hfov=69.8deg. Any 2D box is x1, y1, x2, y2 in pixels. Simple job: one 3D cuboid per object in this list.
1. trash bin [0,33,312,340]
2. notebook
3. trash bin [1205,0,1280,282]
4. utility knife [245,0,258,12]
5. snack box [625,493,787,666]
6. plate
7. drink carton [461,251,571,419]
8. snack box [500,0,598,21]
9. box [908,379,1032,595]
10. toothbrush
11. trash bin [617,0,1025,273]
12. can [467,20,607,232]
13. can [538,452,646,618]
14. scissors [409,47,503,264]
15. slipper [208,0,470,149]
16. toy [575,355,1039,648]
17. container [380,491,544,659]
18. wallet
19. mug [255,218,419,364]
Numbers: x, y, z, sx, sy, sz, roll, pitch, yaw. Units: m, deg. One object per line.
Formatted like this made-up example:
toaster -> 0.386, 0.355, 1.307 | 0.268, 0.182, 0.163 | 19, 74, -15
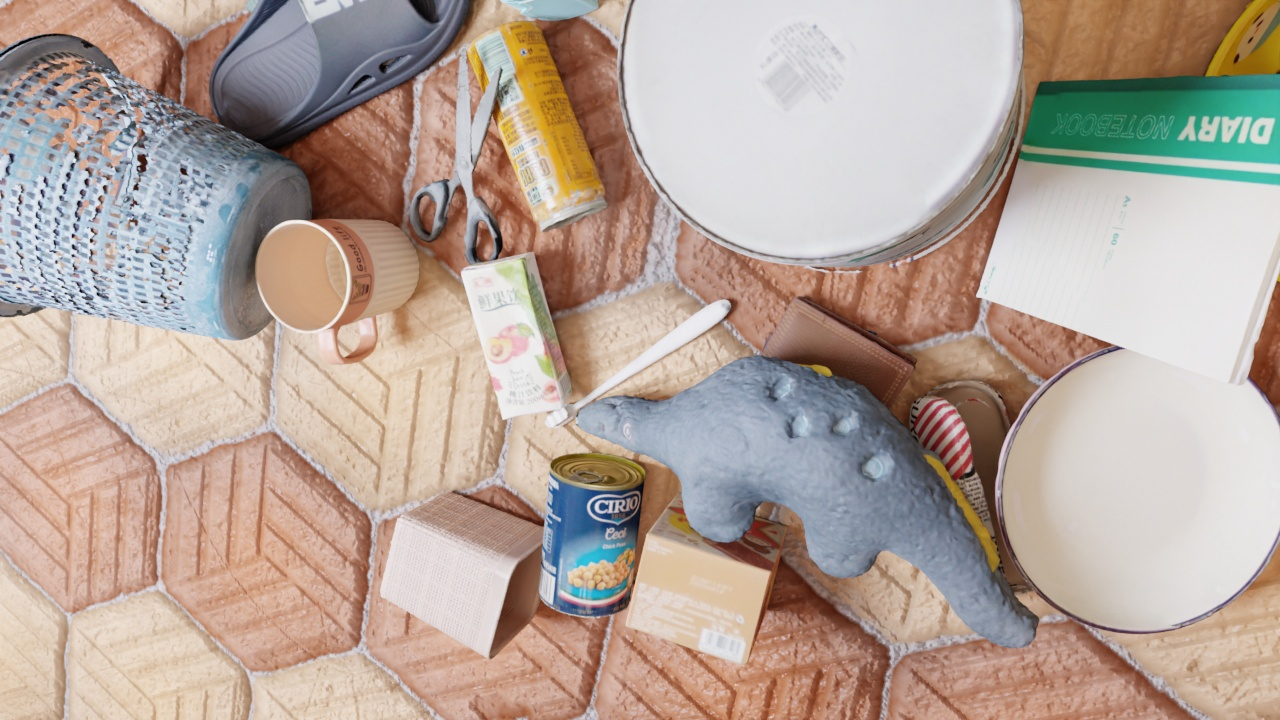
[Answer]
trash bin -> -0.379, -0.113, 0.720 | 0.195, 0.226, 0.227 | 18, 105, -1
notebook -> 0.278, -0.087, 0.528 | 0.012, 0.209, 0.150 | 7, 104, -16
trash bin -> 0.429, -0.123, 0.437 | 0.230, 0.254, 0.230 | 3, 102, 16
utility knife -> -0.253, -0.328, 0.730 | 0.175, 0.013, 0.029 | -32, 90, 20
snack box -> 0.052, 0.160, 0.689 | 0.093, 0.094, 0.077 | 15, 104, 14
plate -> 0.323, 0.081, 0.603 | 0.192, 0.039, 0.192 | 0, 95, -1
drink carton -> -0.095, -0.021, 0.720 | 0.053, 0.045, 0.122 | -11, 104, 11
snack box -> -0.074, -0.335, 0.643 | 0.052, 0.074, 0.175 | -4, 99, 17
box -> 0.224, 0.100, 0.632 | 0.076, 0.086, 0.163 | -10, 101, 33
toothbrush -> -0.004, 0.004, 0.717 | 0.180, 0.016, 0.016 | -34, 81, 19
trash bin -> 0.111, -0.155, 0.528 | 0.230, 0.251, 0.230 | 3, 100, 16
can -> -0.076, -0.173, 0.683 | 0.058, 0.058, 0.146 | -20, 94, 19
can -> -0.039, 0.137, 0.722 | 0.075, 0.075, 0.111 | 10, 103, 15
scissors -> -0.137, -0.146, 0.697 | 0.163, 0.014, 0.165 | -8, 118, 35
slipper -> -0.246, -0.250, 0.708 | 0.269, 0.083, 0.110 | -27, 94, 21
toy -> 0.103, 0.070, 0.628 | 0.357, 0.091, 0.138 | 21, 119, 26
container -> -0.142, 0.169, 0.755 | 0.111, 0.089, 0.090 | 21, 106, 16
wallet -> 0.128, 0.026, 0.676 | 0.101, 0.032, 0.125 | 32, 107, 12
mug -> -0.233, -0.055, 0.727 | 0.082, 0.105, 0.114 | -3, 99, 17
